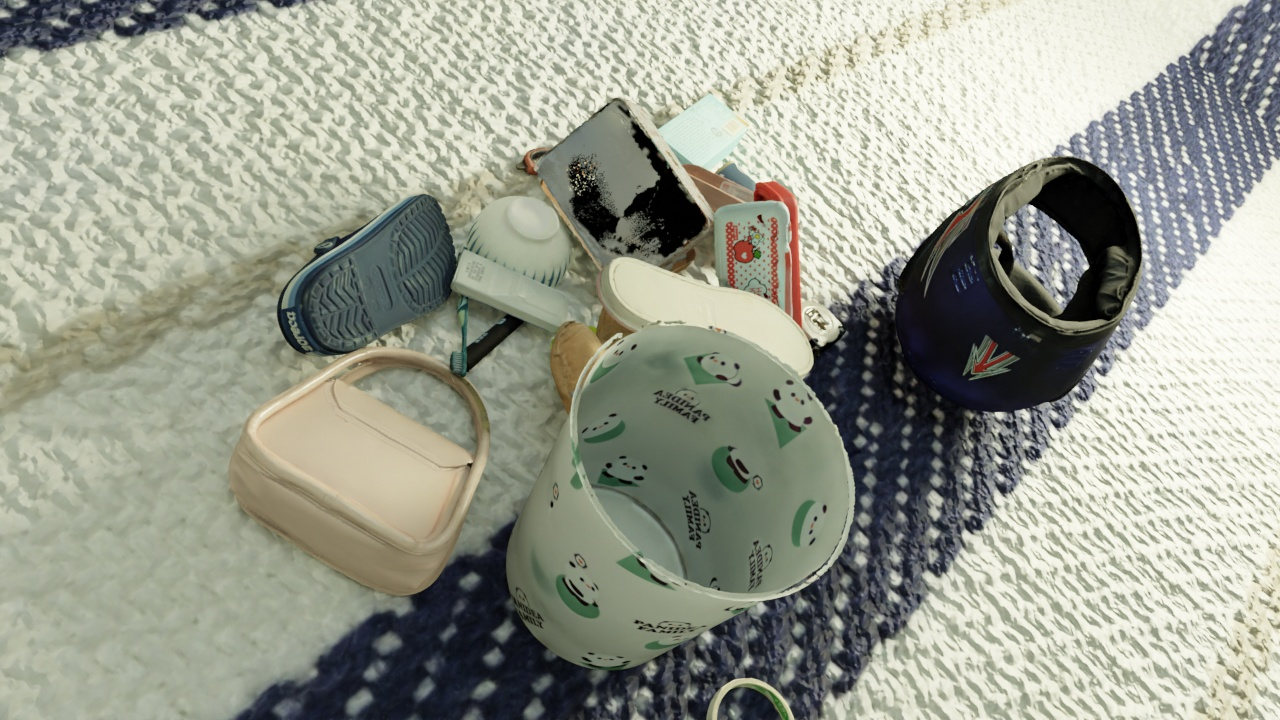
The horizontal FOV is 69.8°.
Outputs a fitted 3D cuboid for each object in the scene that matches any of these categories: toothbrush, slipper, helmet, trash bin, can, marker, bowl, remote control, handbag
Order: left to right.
[{"bbox_3d":[-0.264,-0.076,0.881,0.095,0.105,0.252,-4,28,22],"label":"slipper"},{"bbox_3d":[-0.220,0.072,0.811,0.193,0.094,0.233,31,41,-4],"label":"handbag"},{"bbox_3d":[-0.185,-0.056,0.937,0.018,0.016,0.191,10,45,-21],"label":"toothbrush"},{"bbox_3d":[-0.144,-0.030,0.953,0.022,0.020,0.131,51,48,-7],"label":"marker"},{"bbox_3d":[-0.134,-0.072,0.956,0.125,0.024,0.048,22,49,-18],"label":"remote control"},{"bbox_3d":[-0.126,-0.136,1.006,0.116,0.066,0.116,13,53,-18],"label":"bowl"},{"bbox_3d":[0.011,0.131,0.760,0.229,0.253,0.229,13,52,-18],"label":"trash bin"},{"bbox_3d":[0.067,-0.032,0.934,0.274,0.055,0.114,15,49,-34],"label":"slipper"},{"bbox_3d":[0.132,-0.189,1.169,0.111,0.076,0.075,45,49,8],"label":"can"},{"bbox_3d":[0.451,-0.080,1.137,0.247,0.241,0.314,37,60,3],"label":"helmet"}]

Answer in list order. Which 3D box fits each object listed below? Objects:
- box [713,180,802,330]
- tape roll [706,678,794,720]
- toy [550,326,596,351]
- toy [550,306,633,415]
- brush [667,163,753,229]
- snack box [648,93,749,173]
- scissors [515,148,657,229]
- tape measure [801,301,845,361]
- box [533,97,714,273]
[{"bbox_3d":[0.125,-0.091,1.031,0.101,0.202,0.095,-13,31,-10],"label":"box"},{"bbox_3d":[0.100,0.330,0.822,0.085,0.014,0.085,13,52,-18],"label":"tape roll"},{"bbox_3d":[-0.050,-0.005,0.974,0.100,0.031,0.096,28,55,-15],"label":"toy"},{"bbox_3d":[-0.006,0.005,0.927,0.225,0.083,0.143,-34,111,-55],"label":"toy"},{"bbox_3d":[0.091,-0.191,1.102,0.146,0.063,0.073,31,7,12],"label":"brush"},{"bbox_3d":[0.074,-0.291,1.222,0.074,0.052,0.174,39,44,4],"label":"snack box"},{"bbox_3d":[-0.048,-0.217,1.139,0.189,0.015,0.224,35,48,0],"label":"scissors"},{"bbox_3d":[0.211,-0.039,1.130,0.066,0.034,0.065,47,48,9],"label":"tape measure"},{"bbox_3d":[-0.007,-0.179,1.059,0.182,0.155,0.184,56,18,1],"label":"box"}]
